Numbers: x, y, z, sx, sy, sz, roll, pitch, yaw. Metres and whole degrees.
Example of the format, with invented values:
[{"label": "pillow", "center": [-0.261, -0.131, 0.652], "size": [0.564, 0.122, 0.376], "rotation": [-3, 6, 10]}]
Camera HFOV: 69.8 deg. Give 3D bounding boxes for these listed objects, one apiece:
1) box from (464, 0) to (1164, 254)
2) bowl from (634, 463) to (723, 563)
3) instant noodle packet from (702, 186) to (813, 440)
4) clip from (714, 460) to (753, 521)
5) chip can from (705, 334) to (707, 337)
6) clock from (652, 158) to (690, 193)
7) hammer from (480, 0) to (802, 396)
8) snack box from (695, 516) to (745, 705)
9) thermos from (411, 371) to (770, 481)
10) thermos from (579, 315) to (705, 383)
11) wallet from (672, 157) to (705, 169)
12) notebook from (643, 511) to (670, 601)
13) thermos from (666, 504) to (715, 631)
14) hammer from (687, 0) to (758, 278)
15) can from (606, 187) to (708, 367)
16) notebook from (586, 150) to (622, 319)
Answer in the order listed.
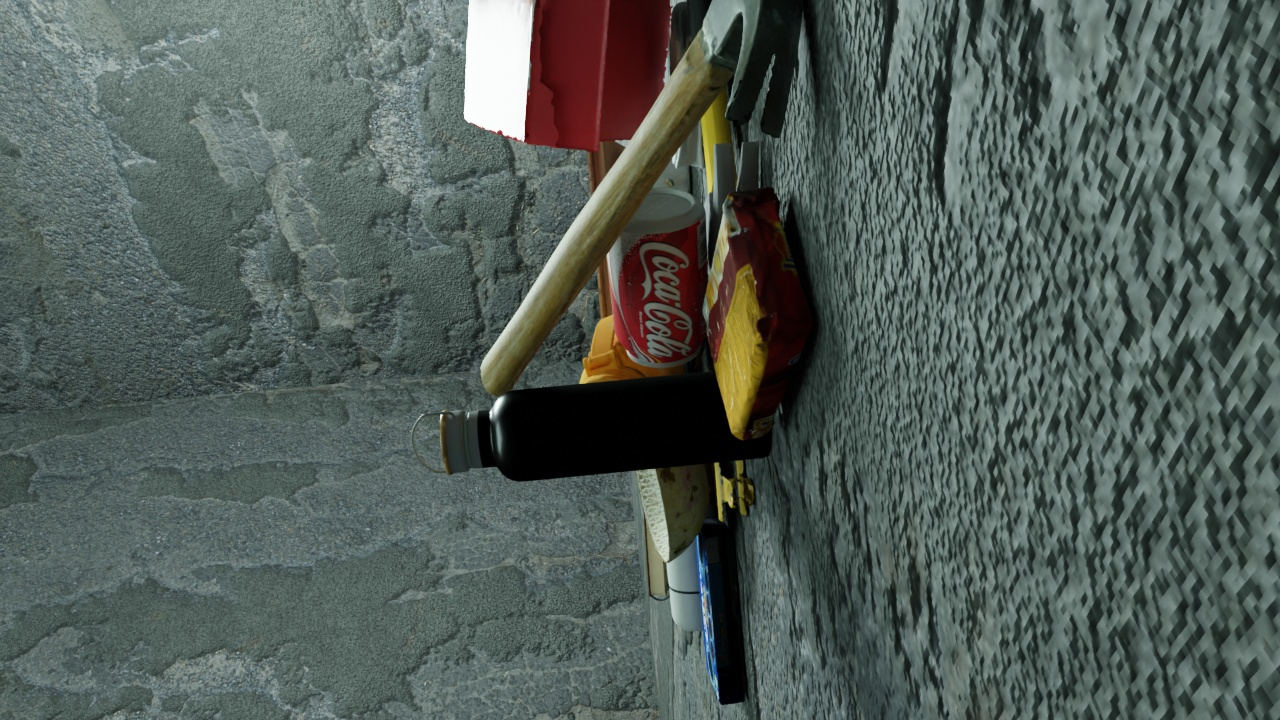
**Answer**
[{"label": "box", "center": [0.066, -0.226, 0.588], "size": [0.511, 0.140, 0.215], "rotation": [21, 113, 38]}, {"label": "bowl", "center": [0.034, 0.102, 0.819], "size": [0.145, 0.063, 0.145], "rotation": [168, 91, -81]}, {"label": "instant noodle packet", "center": [0.062, -0.022, 0.515], "size": [0.136, 0.039, 0.098], "rotation": [94, 171, -61]}, {"label": "clip", "center": [0.068, 0.098, 0.693], "size": [0.049, 0.044, 0.054], "rotation": [-16, -77, -68]}, {"label": "chip can", "center": [0.025, -0.077, 0.768], "size": [0.223, 0.075, 0.075], "rotation": [-107, 12, -72]}, {"label": "clock", "center": [0.015, -0.177, 0.901], "size": [0.118, 0.057, 0.083], "rotation": [106, 158, -81]}, {"label": "hammer", "center": [-0.018, -0.084, 0.523], "size": [0.332, 0.033, 0.132], "rotation": [-51, 39, 40]}, {"label": "snack box", "center": [0.071, 0.224, 0.835], "size": [0.082, 0.027, 0.150], "rotation": [-161, 66, -85]}, {"label": "thermos", "center": [-0.034, 0.045, 0.608], "size": [0.061, 0.231, 0.061], "rotation": [172, 93, -87]}, {"label": "thermos", "center": [-0.004, 0.004, 0.757], "size": [0.091, 0.076, 0.232], "rotation": [44, -160, -2]}, {"label": "wallet", "center": [0.034, -0.222, 0.749], "size": [0.086, 0.032, 0.116], "rotation": [-95, 2, -48]}, {"label": "notebook", "center": [0.031, 0.145, 1.042], "size": [0.225, 0.024, 0.167], "rotation": [-66, -26, -69]}, {"label": "thermos", "center": [0.048, 0.154, 0.904], "size": [0.052, 0.052, 0.224], "rotation": [-122, 27, -83]}, {"label": "hammer", "center": [0.045, -0.214, 0.622], "size": [0.127, 0.029, 0.323], "rotation": [101, 164, -77]}, {"label": "can", "center": [0.012, -0.053, 0.593], "size": [0.064, 0.064, 0.105], "rotation": [-100, 5, -57]}, {"label": "notebook", "center": [0.000, -0.111, 0.957], "size": [0.169, 0.022, 0.210], "rotation": [3, -99, -65]}]
